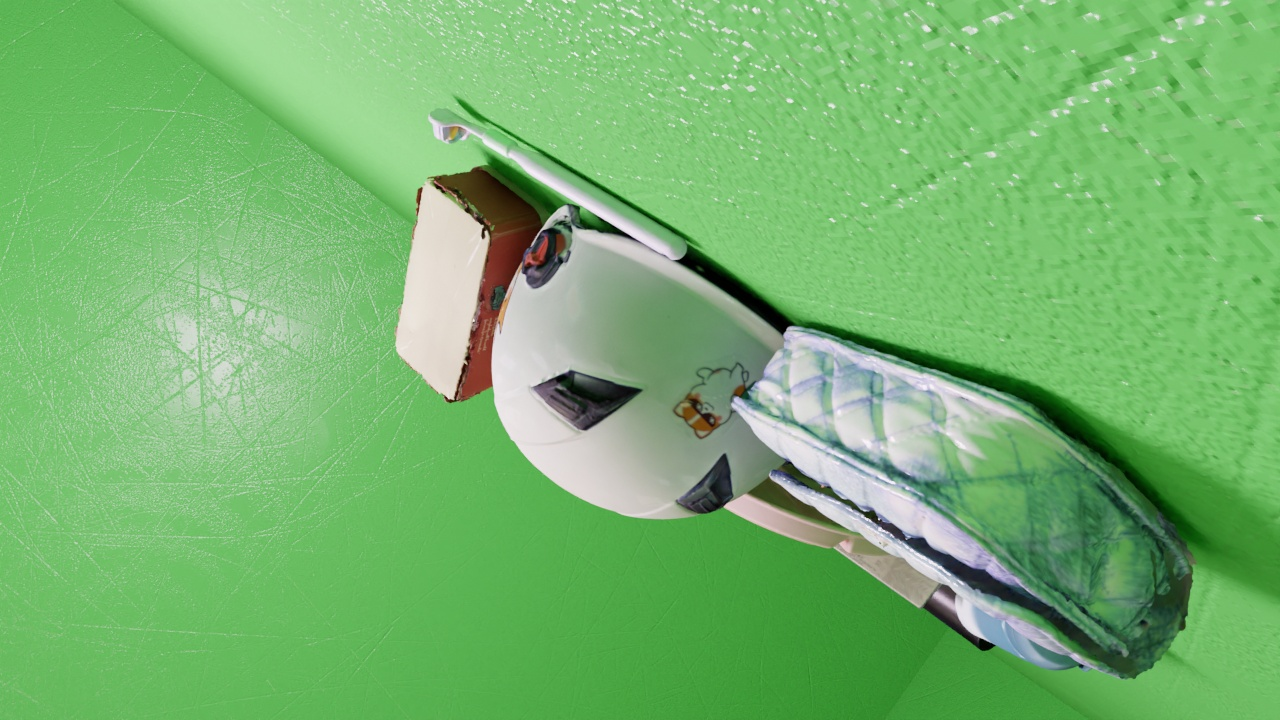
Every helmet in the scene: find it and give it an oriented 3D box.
[{"bbox_3d":[-0.008,0.021,0.612,0.230,0.157,0.274,37,176,-20],"label":"helmet"}]

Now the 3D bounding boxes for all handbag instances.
[{"bbox_3d":[0.129,0.056,0.419,0.134,0.075,0.194,37,177,-22],"label":"handbag"}]

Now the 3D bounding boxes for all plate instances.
[{"bbox_3d":[0.123,0.101,0.767,0.229,0.028,0.229,19,-168,-5],"label":"plate"}]

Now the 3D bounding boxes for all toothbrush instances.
[{"bbox_3d":[-0.050,-0.101,0.516,0.189,0.021,0.029,32,-171,27],"label":"toothbrush"}]

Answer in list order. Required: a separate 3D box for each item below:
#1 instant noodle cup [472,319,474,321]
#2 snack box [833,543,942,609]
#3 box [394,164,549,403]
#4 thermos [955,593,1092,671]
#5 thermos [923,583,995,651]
[{"bbox_3d":[-0.105,-0.065,0.810,0.118,0.118,0.114,38,169,-24],"label":"instant noodle cup"},{"bbox_3d":[0.215,0.163,0.940,0.178,0.046,0.182,34,-173,10],"label":"snack box"},{"bbox_3d":[-0.139,-0.055,0.699,0.091,0.169,0.075,39,-141,25],"label":"box"},{"bbox_3d":[0.315,0.213,0.759,0.070,0.070,0.220,36,176,11],"label":"thermos"},{"bbox_3d":[0.301,0.236,1.053,0.089,0.068,0.243,-6,-154,-38],"label":"thermos"}]
